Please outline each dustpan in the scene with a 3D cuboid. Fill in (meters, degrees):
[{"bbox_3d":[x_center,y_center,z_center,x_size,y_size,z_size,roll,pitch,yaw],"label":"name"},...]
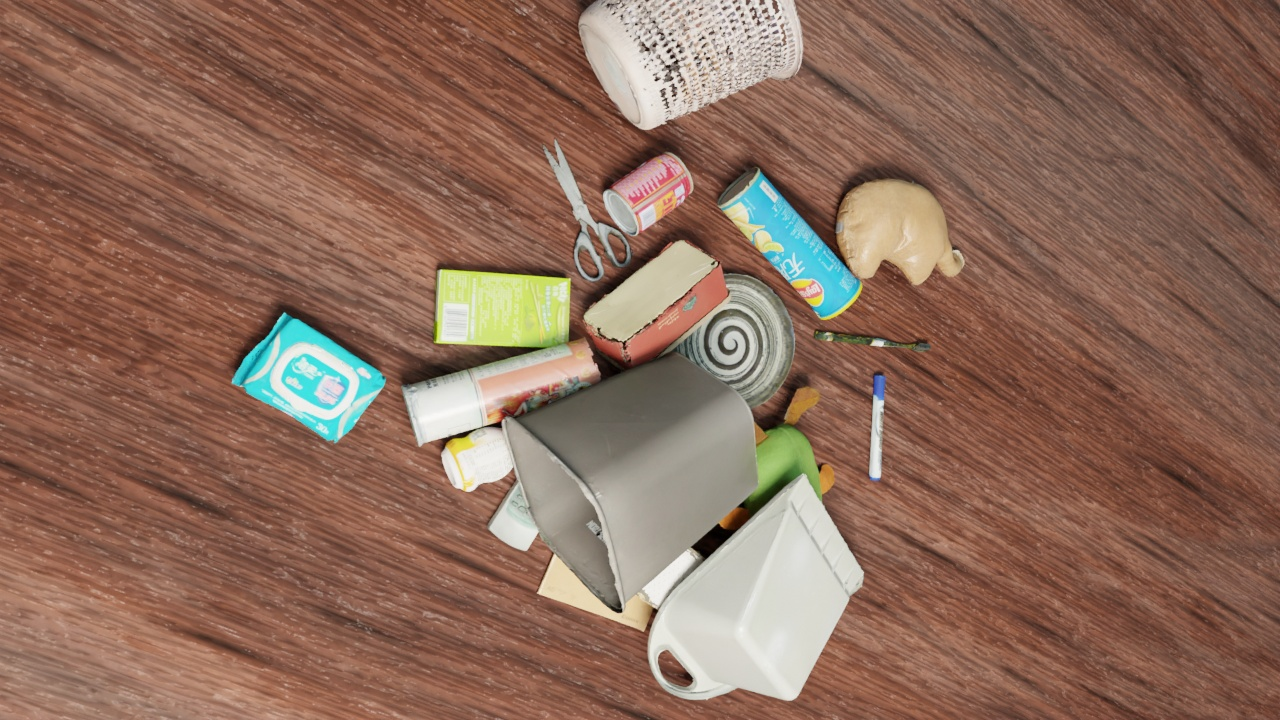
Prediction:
[{"bbox_3d":[0.132,0.298,1.126,0.223,0.143,0.257,56,52,-34],"label":"dustpan"}]

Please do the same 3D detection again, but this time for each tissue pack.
[{"bbox_3d":[-0.353,0.020,0.983,0.133,0.050,0.093,35,80,-18],"label":"tissue pack"}]

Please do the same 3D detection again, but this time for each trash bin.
[{"bbox_3d":[0.045,-0.378,1.057,0.192,0.227,0.227,-34,103,-5],"label":"trash bin"},{"bbox_3d":[-0.003,0.119,1.014,0.219,0.199,0.199,-29,131,-25],"label":"trash bin"}]

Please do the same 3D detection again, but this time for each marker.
[{"bbox_3d":[0.328,0.093,1.271,0.017,0.017,0.146,3,90,-22],"label":"marker"}]

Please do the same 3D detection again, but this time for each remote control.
[{"bbox_3d":[-0.125,0.158,1.093,0.056,0.019,0.135,36,79,-19],"label":"remote control"}]

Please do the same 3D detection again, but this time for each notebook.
[{"bbox_3d":[-0.020,0.213,1.133,0.149,0.012,0.211,24,87,-19],"label":"notebook"}]

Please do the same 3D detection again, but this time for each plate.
[{"bbox_3d":[0.116,-0.021,1.182,0.179,0.024,0.179,0,90,-23],"label":"plate"}]

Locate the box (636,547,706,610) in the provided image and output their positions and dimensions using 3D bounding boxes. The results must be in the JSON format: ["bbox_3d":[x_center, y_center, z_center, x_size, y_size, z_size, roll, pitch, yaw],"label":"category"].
[{"bbox_3d":[0.052,0.274,1.126,0.184,0.061,0.089,44,77,-33],"label":"box"}]

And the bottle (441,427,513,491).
[{"bbox_3d":[-0.169,0.106,1.051,0.108,0.063,0.063,-21,99,-22],"label":"bottle"}]

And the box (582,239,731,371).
[{"bbox_3d":[0.017,-0.070,1.095,0.168,0.091,0.080,-40,138,-16],"label":"box"}]

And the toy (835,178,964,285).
[{"bbox_3d":[0.367,-0.175,1.251,0.225,0.082,0.143,4,94,-24],"label":"toy"}]

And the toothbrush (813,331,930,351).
[{"bbox_3d":[0.322,-0.026,1.265,0.185,0.017,0.012,6,83,-21],"label":"toothbrush"}]

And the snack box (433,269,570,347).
[{"bbox_3d":[-0.160,-0.059,1.070,0.156,0.026,0.086,1,91,-21],"label":"snack box"}]

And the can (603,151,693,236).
[{"bbox_3d":[0.010,-0.203,1.112,0.093,0.067,0.066,-38,104,-16],"label":"can"}]

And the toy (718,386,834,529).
[{"bbox_3d":[0.179,0.164,1.176,0.226,0.090,0.247,-15,100,-35],"label":"toy"}]

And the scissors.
[{"bbox_3d":[-0.077,-0.176,1.107,0.172,0.014,0.146,28,80,-20],"label":"scissors"}]

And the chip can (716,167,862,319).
[{"bbox_3d":[0.193,-0.149,1.183,0.210,0.071,0.071,44,76,-16],"label":"chip can"}]

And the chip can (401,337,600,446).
[{"bbox_3d":[-0.156,0.033,1.041,0.214,0.071,0.071,-16,97,-16],"label":"chip can"}]
